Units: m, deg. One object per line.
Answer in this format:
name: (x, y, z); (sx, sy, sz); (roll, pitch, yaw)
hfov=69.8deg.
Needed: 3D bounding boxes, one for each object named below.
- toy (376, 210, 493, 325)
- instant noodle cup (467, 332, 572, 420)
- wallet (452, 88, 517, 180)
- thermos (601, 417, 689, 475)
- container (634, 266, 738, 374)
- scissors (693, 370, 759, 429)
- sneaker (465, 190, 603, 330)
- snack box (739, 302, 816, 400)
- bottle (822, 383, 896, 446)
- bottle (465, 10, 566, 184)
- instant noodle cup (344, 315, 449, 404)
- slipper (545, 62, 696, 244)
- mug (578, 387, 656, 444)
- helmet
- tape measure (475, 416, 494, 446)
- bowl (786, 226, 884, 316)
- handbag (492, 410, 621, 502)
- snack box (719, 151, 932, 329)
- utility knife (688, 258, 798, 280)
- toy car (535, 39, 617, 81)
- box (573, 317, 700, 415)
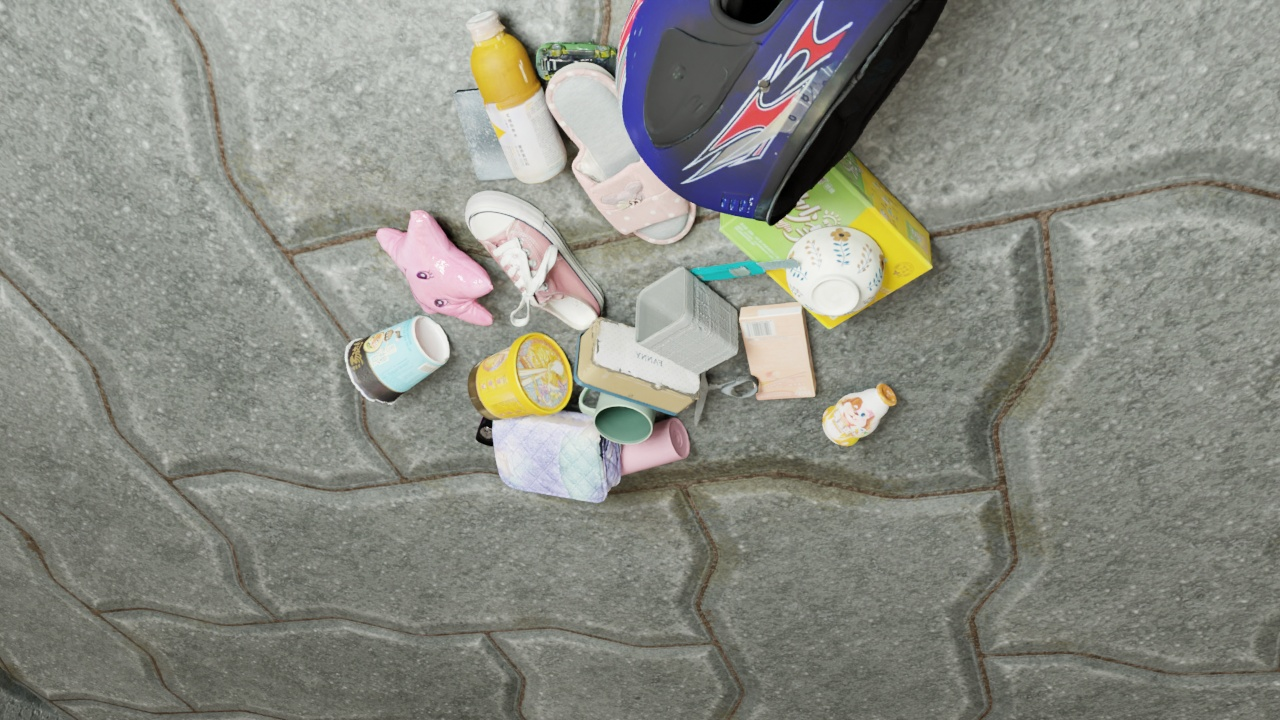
toy: (-0.264, -0.120, 1.218); (0.179, 0.074, 0.195); (11, 141, 32)
instant noodle cup: (-0.179, 0.031, 1.330); (0.115, 0.118, 0.118); (-18, 127, 36)
wallet: (-0.163, -0.272, 1.100); (0.097, 0.019, 0.121); (-2, 131, 11)
thermos: (-0.019, 0.149, 1.442); (0.199, 0.067, 0.087); (-20, 151, 27)
container: (0.065, -0.048, 1.206); (0.114, 0.090, 0.090); (30, 136, -33)
scissors: (0.091, 0.036, 1.326); (0.182, 0.014, 0.159); (-5, 120, 34)
sneaker: (-0.138, -0.116, 1.193); (0.118, 0.087, 0.241); (-24, 125, 31)
snack box: (0.191, -0.011, 1.266); (0.084, 0.026, 0.157); (-4, 132, 16)
bottle: (0.310, 0.074, 1.296); (0.063, 0.063, 0.109); (32, 131, -18)
bottle: (-0.141, -0.291, 1.023); (0.068, 0.067, 0.190); (-7, 128, 18)
instant noodle cup: (-0.348, -0.008, 1.340); (0.121, 0.111, 0.111); (-27, 123, 22)
slipper: (-0.019, -0.225, 1.067); (0.114, 0.054, 0.274); (-13, 138, 23)
mug: (-0.030, 0.054, 1.319); (0.112, 0.106, 0.082); (6, 135, 6)
helmet: (0.109, -0.297, 0.864); (0.240, 0.246, 0.316); (41, 130, 8)
tape measure: (-0.234, 0.107, 1.449); (0.039, 0.056, 0.058); (20, 142, -5)
bowl: (0.224, -0.092, 1.058); (0.113, 0.062, 0.114); (6, 133, 7)
handbag: (-0.127, 0.136, 1.398); (0.194, 0.075, 0.134); (7, 119, 22)
snack box: (0.221, -0.152, 1.094); (0.210, 0.069, 0.158); (38, 130, -23)
utility knife: (0.121, -0.111, 1.119); (0.029, 0.013, 0.217); (33, 164, -26)
toy car: (-0.068, -0.329, 1.009); (0.091, 0.036, 0.043); (6, 134, 4)
box: (-0.007, 0.007, 1.250); (0.184, 0.089, 0.061); (20, 143, -20)
